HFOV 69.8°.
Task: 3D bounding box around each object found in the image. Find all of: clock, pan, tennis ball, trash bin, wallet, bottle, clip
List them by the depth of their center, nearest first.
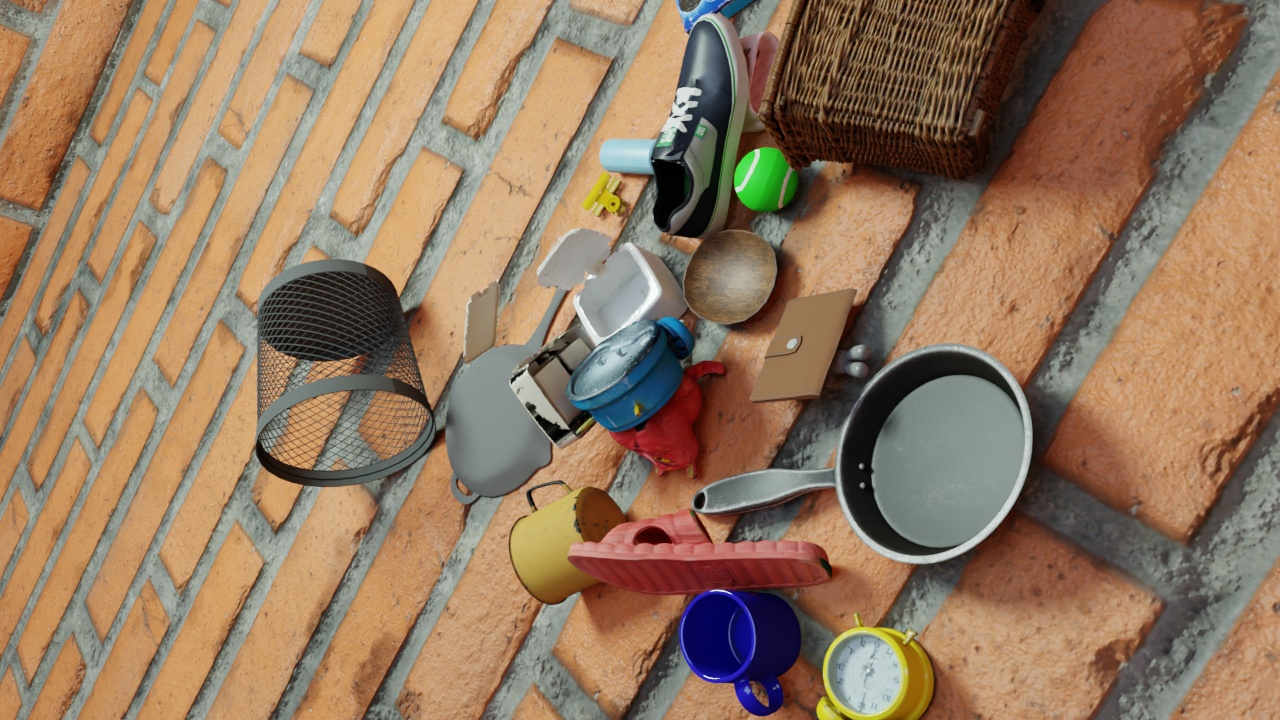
[{"bbox_3d":[0.194,0.276,0.764,0.083,0.057,0.118,8,76,39],"label":"clock"},{"bbox_3d":[0.185,0.102,0.825,0.358,0.055,0.187,-25,52,45],"label":"pan"},{"bbox_3d":[0.154,-0.014,0.873,0.088,0.013,0.120,-8,50,51],"label":"wallet"},{"bbox_3d":[-0.006,0.005,0.934,0.117,0.060,0.161,-19,27,44],"label":"clock"},{"bbox_3d":[0.129,-0.186,0.945,0.065,0.065,0.065,-12,70,35],"label":"tennis ball"},{"bbox_3d":[0.010,-0.237,1.070,0.130,0.040,0.040,13,85,40],"label":"bottle"},{"bbox_3d":[-0.038,-0.195,1.113,0.049,0.044,0.054,34,100,-3],"label":"clip"},{"bbox_3d":[-0.156,0.017,1.138,0.216,0.024,0.354,32,97,39],"label":"pan"},{"bbox_3d":[-0.399,0.013,1.214,0.218,0.217,0.227,-37,53,24],"label":"trash bin"}]

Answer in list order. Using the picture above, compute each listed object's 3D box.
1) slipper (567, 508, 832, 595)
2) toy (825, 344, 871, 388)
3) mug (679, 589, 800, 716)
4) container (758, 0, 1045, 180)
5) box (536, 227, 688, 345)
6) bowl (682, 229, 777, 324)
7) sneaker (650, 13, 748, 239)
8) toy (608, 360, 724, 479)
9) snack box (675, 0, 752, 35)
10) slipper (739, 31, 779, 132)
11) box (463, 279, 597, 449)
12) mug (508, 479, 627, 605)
[{"bbox_3d":[0.054,0.178,0.865,0.249,0.103,0.059,-3,56,16],"label":"slipper"},{"bbox_3d":[0.173,0.002,0.876,0.112,0.030,0.049,-2,75,54],"label":"toy"},{"bbox_3d":[0.096,0.264,0.828,0.079,0.083,0.111,-35,58,25],"label":"mug"},{"bbox_3d":[0.241,-0.288,0.812,0.183,0.162,0.250,20,92,22],"label":"container"},{"bbox_3d":[-0.041,-0.083,1.005,0.109,0.136,0.121,-42,56,18],"label":"box"},{"bbox_3d":[0.099,-0.085,0.965,0.114,0.026,0.102,18,88,40],"label":"bowl"},{"bbox_3d":[0.054,-0.248,0.970,0.084,0.079,0.235,16,104,50],"label":"sneaker"},{"bbox_3d":[0.042,0.059,0.960,0.132,0.094,0.088,-48,23,-17],"label":"toy"},{"bbox_3d":[0.108,-0.447,1.063,0.151,0.027,0.082,-30,61,28],"label":"snack box"},{"bbox_3d":[0.133,-0.299,0.983,0.222,0.055,0.106,12,86,38],"label":"slipper"},{"bbox_3d":[-0.116,0.001,0.990,0.070,0.143,0.186,-34,95,27],"label":"box"},{"bbox_3d":[-0.076,0.183,0.972,0.094,0.100,0.123,-30,80,26],"label":"mug"}]
